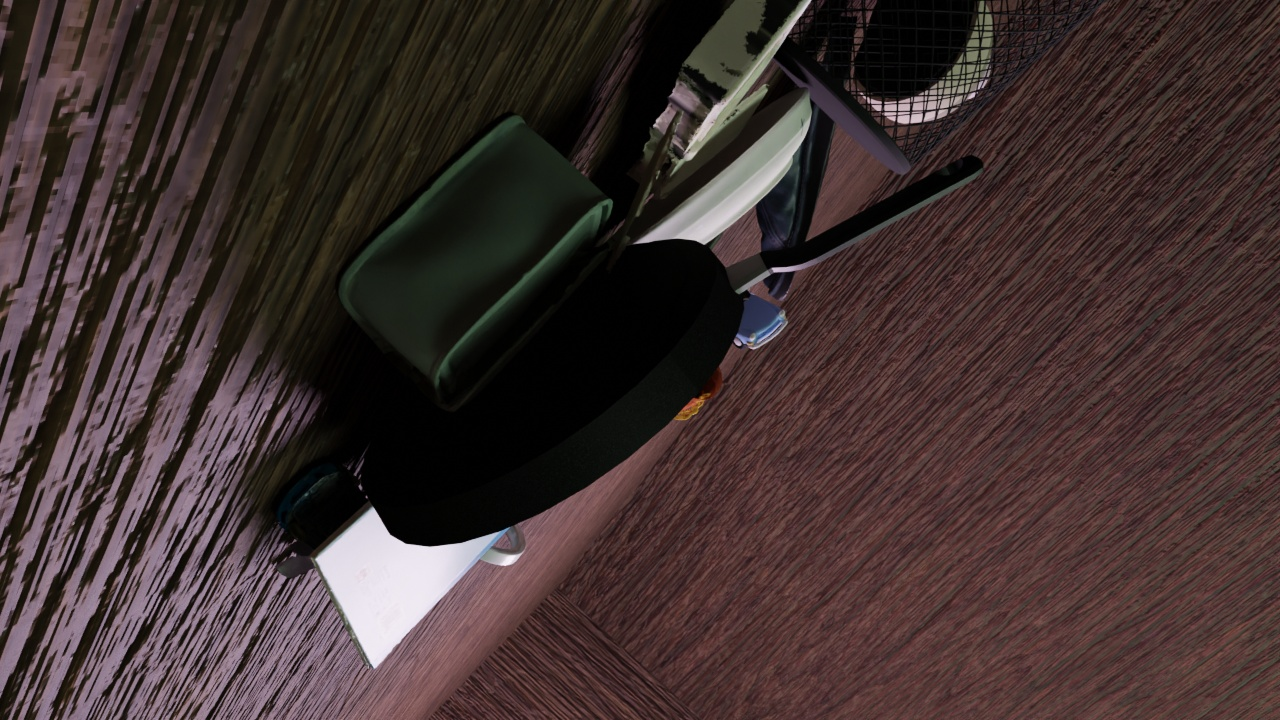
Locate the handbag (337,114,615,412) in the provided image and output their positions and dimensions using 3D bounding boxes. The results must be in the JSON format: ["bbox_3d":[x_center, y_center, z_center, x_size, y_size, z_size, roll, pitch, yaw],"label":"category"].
[{"bbox_3d":[-0.071,-0.041,0.442,0.121,0.067,0.106,-48,173,-15],"label":"handbag"}]

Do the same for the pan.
[{"bbox_3d":[0.005,-0.024,0.477,0.357,0.034,0.225,-28,-157,12],"label":"pan"}]

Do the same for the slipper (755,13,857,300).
[{"bbox_3d":[0.131,-0.185,0.845,0.108,0.083,0.266,-67,166,-54],"label":"slipper"}]

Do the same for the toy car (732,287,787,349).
[{"bbox_3d":[0.092,-0.061,1.017,0.056,0.153,0.055,-37,131,-21],"label":"toy car"}]

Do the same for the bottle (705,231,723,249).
[{"bbox_3d":[0.057,-0.102,0.997,0.106,0.025,0.025,-53,171,23],"label":"bottle"}]

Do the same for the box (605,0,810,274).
[{"bbox_3d":[0.023,-0.122,0.524,0.184,0.044,0.144,-53,-178,-16],"label":"box"}]

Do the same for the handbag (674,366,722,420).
[{"bbox_3d":[-0.004,0.004,0.734,0.060,0.109,0.172,-42,-179,-16],"label":"handbag"}]

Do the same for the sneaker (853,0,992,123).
[{"bbox_3d":[0.260,-0.253,0.788,0.112,0.116,0.292,-29,-156,31],"label":"sneaker"}]

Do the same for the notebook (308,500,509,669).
[{"bbox_3d":[-0.106,0.083,0.626,0.252,0.009,0.181,-45,158,-31],"label":"notebook"}]

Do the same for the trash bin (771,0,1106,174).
[{"bbox_3d":[0.192,-0.245,0.580,0.210,0.184,0.183,-46,173,15],"label":"trash bin"}]

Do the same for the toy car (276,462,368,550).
[{"bbox_3d":[-0.186,0.093,0.553,0.048,0.032,0.105,-47,157,-19],"label":"toy car"}]

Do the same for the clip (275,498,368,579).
[{"bbox_3d":[-0.196,0.134,0.627,0.052,0.059,0.101,-32,180,28],"label":"clip"}]

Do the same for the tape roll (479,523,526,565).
[{"bbox_3d":[-0.141,0.142,0.803,0.013,0.093,0.093,-52,172,11],"label":"tape roll"}]

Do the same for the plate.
[{"bbox_3d":[0.048,-0.115,0.628,0.182,0.034,0.182,-38,-168,10],"label":"plate"}]
